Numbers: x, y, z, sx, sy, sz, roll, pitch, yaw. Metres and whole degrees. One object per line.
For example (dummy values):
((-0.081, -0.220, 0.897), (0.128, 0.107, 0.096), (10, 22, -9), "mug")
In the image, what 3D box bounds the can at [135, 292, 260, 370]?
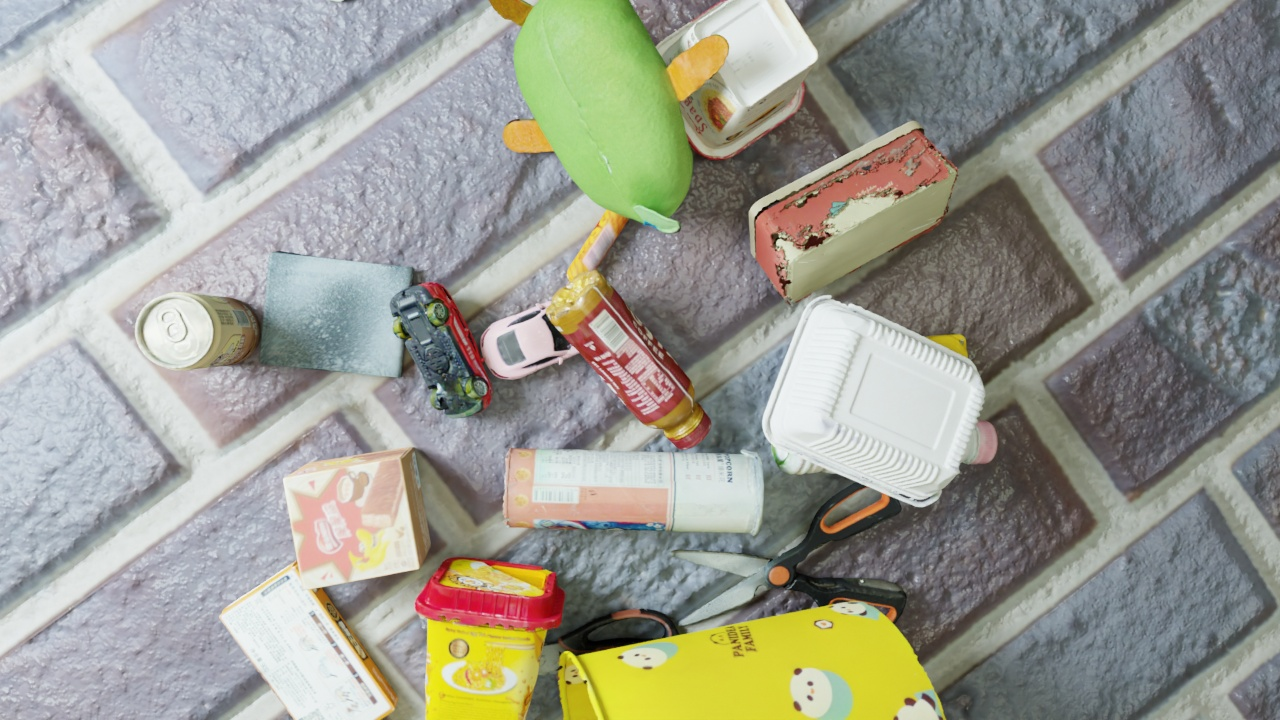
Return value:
((-0.344, -0.023, 0.720), (0.058, 0.116, 0.058), (0, 92, -7), "can")

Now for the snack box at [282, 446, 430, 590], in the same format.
((-0.231, 0.128, 0.759), (0.094, 0.077, 0.093), (-9, 93, -6), "snack box")

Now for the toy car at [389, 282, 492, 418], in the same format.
((-0.164, -0.009, 0.773), (0.053, 0.045, 0.120), (-15, 104, 30), "toy car")

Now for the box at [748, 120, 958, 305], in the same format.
((0.183, -0.119, 0.780), (0.168, 0.091, 0.079), (-29, 64, -5), "box")

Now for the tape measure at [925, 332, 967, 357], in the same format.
((0.273, 0.005, 0.838), (0.057, 0.029, 0.060), (-3, 92, -6), "tape measure")

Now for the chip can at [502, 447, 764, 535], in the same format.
((-0.007, 0.110, 0.781), (0.214, 0.071, 0.071), (2, 92, -3), "chip can")

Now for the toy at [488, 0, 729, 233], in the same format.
((-0.032, -0.215, 0.727), (0.089, 0.228, 0.247), (-45, 116, -45), "toy")

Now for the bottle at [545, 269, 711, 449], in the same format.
((-0.005, 0.005, 0.775), (0.057, 0.057, 0.175), (-42, 113, -4), "bottle")

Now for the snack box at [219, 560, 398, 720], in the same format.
((-0.281, 0.254, 0.784), (0.075, 0.026, 0.154), (-33, 95, -4), "snack box")

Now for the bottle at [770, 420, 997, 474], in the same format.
((0.218, 0.069, 0.816), (0.197, 0.068, 0.068), (3, 92, -10), "bottle")

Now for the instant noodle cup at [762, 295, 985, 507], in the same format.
((0.202, 0.034, 0.751), (0.173, 0.060, 0.138), (24, 83, -13), "instant noodle cup")

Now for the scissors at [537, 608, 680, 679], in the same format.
((-0.070, 0.277, 0.815), (0.206, 0.015, 0.194), (-42, 97, -3), "scissors")

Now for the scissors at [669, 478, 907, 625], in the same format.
((0.145, 0.182, 0.829), (0.221, 0.021, 0.224), (30, 99, -11), "scissors")

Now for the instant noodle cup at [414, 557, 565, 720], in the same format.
((-0.127, 0.238, 0.754), (0.116, 0.116, 0.123), (8, 92, -3), "instant noodle cup")

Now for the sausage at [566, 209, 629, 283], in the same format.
((-0.017, -0.132, 0.802), (0.021, 0.021, 0.165), (33, 88, -7), "sausage")

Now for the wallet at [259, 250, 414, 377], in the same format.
((-0.258, -0.039, 0.780), (0.121, 0.019, 0.097), (6, 90, -6), "wallet")

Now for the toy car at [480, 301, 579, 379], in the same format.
((-0.078, -0.024, 0.792), (0.122, 0.037, 0.056), (-23, 96, -6), "toy car")

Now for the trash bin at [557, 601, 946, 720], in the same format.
((0.086, 0.313, 0.729), (0.255, 0.230, 0.229), (-11, 93, -16), "trash bin")

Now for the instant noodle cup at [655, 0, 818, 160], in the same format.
((0.080, -0.243, 0.757), (0.116, 0.124, 0.116), (-35, 95, -5), "instant noodle cup")
